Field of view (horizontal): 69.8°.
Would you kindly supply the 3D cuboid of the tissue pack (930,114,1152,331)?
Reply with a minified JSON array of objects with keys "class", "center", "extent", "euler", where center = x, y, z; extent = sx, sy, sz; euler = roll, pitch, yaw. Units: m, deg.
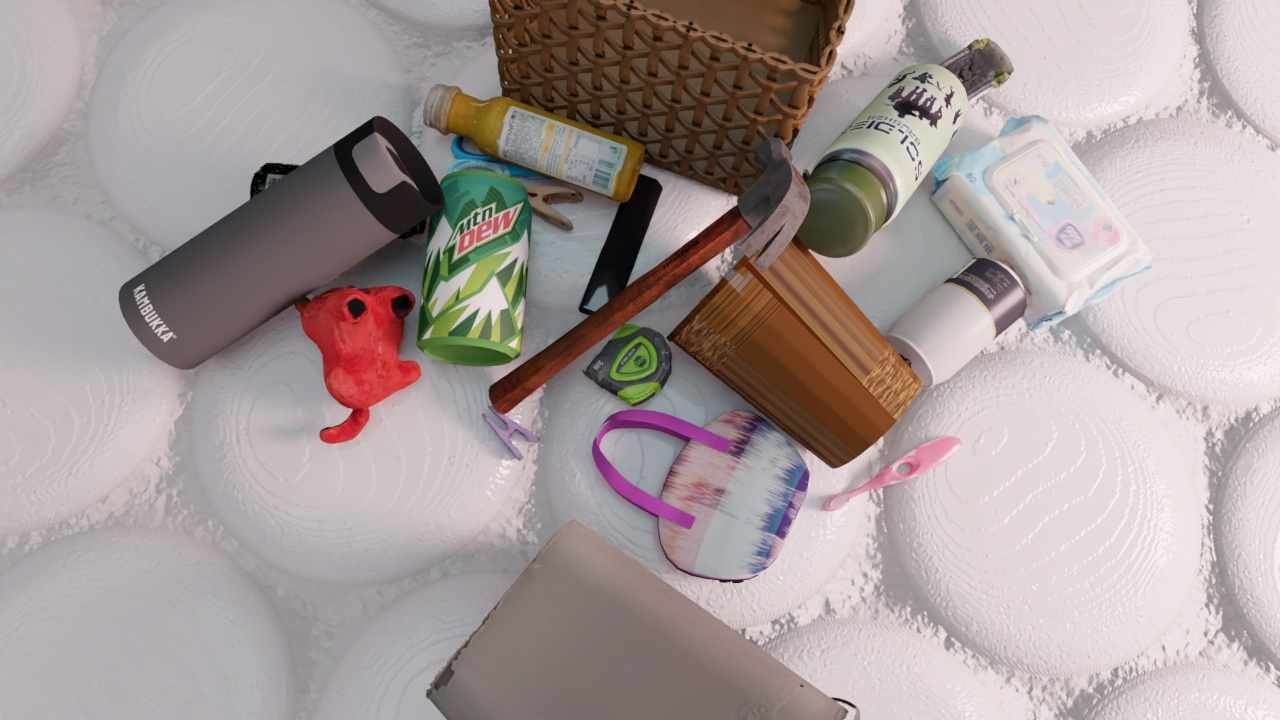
[{"class":"tissue pack","center":[0.344,-0.125,0.799],"extent":[0.112,0.070,0.182],"euler":[-31,80,-10]}]

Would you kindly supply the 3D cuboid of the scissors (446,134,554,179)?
[{"class":"scissors","center":[-0.102,-0.172,0.808],"extent":[0.135,0.015,0.066],"euler":[4,72,0]}]

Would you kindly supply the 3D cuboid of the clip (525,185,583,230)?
[{"class":"clip","center":[-0.080,-0.131,0.795],"extent":[0.060,0.024,0.039],"euler":[2,73,7]}]

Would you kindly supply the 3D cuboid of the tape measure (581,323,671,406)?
[{"class":"tape measure","center":[-0.004,0.004,0.762],"extent":[0.058,0.036,0.065],"euler":[39,80,15]}]

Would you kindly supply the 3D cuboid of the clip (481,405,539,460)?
[{"class":"clip","center":[-0.110,0.063,0.752],"extent":[0.052,0.014,0.041],"euler":[19,78,-2]}]

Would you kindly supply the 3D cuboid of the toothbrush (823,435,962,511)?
[{"class":"toothbrush","center":[0.212,0.094,0.765],"extent":[0.135,0.016,0.021],"euler":[-25,80,-9]}]

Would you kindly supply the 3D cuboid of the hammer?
[{"class":"hammer","center":[-0.002,-0.049,0.701],"extent":[0.301,0.111,0.028],"euler":[-35,122,20]}]

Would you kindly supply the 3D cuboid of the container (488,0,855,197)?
[{"class":"container","center":[0.036,-0.302,0.744],"extent":[0.251,0.214,0.219],"euler":[20,76,1]}]

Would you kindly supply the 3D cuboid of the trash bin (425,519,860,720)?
[{"class":"trash bin","center":[-0.007,0.244,0.634],"extent":[0.220,0.197,0.197],"euler":[38,76,12]}]

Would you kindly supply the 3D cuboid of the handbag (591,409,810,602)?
[{"class":"handbag","center":[0.041,0.096,0.735],"extent":[0.170,0.068,0.144],"euler":[25,76,9]}]

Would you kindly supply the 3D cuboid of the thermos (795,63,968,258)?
[{"class":"thermos","center":[0.192,-0.165,0.747],"extent":[0.082,0.083,0.230],"euler":[38,50,5]}]

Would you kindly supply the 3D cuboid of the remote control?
[{"class":"remote control","center":[-0.016,-0.100,0.795],"extent":[0.032,0.015,0.136],"euler":[20,76,1]}]

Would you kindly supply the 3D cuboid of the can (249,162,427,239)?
[{"class":"can","center":[-0.251,-0.133,0.766],"extent":[0.137,0.054,0.054],"euler":[5,76,-3]}]

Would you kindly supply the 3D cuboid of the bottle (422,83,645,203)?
[{"class":"bottle","center":[-0.091,-0.188,0.780],"extent":[0.186,0.053,0.053],"euler":[19,76,3]}]

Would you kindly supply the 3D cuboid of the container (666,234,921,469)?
[{"class":"container","center":[0.126,-0.007,0.731],"extent":[0.167,0.132,0.132],"euler":[44,77,1]}]

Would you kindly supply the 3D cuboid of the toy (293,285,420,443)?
[{"class":"toy","center":[-0.236,-0.001,0.743],"extent":[0.094,0.088,0.133],"euler":[15,97,36]}]

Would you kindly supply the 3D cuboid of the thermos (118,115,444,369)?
[{"class":"thermos","center":[-0.273,-0.089,0.706],"extent":[0.240,0.082,0.082],"euler":[-31,80,7]}]

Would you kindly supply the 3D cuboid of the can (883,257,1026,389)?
[{"class":"can","center":[0.260,-0.028,0.773],"extent":[0.127,0.064,0.064],"euler":[-38,82,-11]}]

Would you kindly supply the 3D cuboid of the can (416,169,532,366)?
[{"class":"can","center":[-0.133,-0.073,0.746],"extent":[0.083,0.083,0.144],"euler":[4,76,-3]}]

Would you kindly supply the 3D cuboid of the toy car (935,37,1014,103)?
[{"class":"toy car","center":[0.294,-0.256,0.846],"extent":[0.105,0.033,0.048],"euler":[-32,79,-16]}]

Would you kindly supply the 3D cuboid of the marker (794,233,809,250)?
[{"class":"marker","center":[0.167,-0.127,0.813],"extent":[0.145,0.019,0.019],"euler":[-41,83,-12]}]
